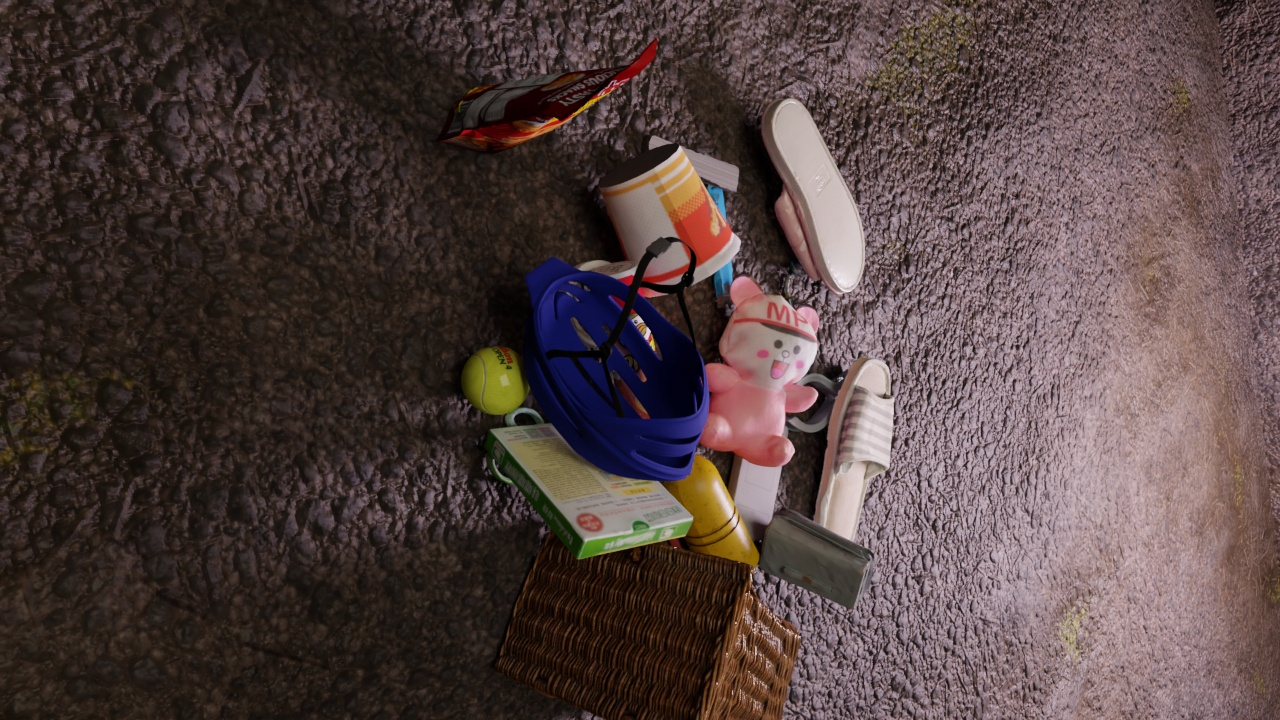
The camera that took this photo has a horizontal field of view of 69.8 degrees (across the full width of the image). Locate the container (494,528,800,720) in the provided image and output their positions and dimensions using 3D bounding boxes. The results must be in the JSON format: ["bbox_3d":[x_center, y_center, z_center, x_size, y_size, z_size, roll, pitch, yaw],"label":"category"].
[{"bbox_3d":[0.022,0.278,0.892,0.183,0.250,0.162,40,64,-43],"label":"container"}]

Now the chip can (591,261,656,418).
[{"bbox_3d":[-0.006,0.006,0.969,0.051,0.052,0.215,-28,114,-37],"label":"chip can"}]

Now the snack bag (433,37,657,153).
[{"bbox_3d":[-0.091,-0.234,0.821,0.138,0.208,0.067,-39,113,-35],"label":"snack bag"}]

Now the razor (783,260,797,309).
[{"bbox_3d":[0.198,-0.055,1.186,0.042,0.022,0.144,-54,137,-76],"label":"razor"}]

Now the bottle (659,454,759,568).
[{"bbox_3d":[0.071,0.169,1.039,0.070,0.071,0.164,-41,114,-34],"label":"bottle"}]

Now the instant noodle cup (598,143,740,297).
[{"bbox_3d":[0.024,-0.152,0.966,0.123,0.124,0.121,-44,118,-32],"label":"instant noodle cup"}]

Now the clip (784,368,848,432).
[{"bbox_3d":[0.238,0.033,1.211,0.162,0.028,0.115,-6,94,-41],"label":"clip"}]

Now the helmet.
[{"bbox_3d":[-0.002,-0.005,0.828,0.241,0.228,0.147,49,51,-1],"label":"helmet"}]

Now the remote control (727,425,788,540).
[{"bbox_3d":[0.140,0.144,1.130,0.074,0.019,0.151,24,73,-37],"label":"remote control"}]

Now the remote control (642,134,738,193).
[{"bbox_3d":[0.060,-0.229,1.069,0.136,0.013,0.033,12,81,-34],"label":"remote control"}]

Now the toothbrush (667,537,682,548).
[{"bbox_3d":[0.041,0.206,1.046,0.016,0.016,0.190,-38,113,-34],"label":"toothbrush"}]

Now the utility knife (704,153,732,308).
[{"bbox_3d":[0.093,-0.156,1.103,0.031,0.015,0.185,-11,94,-40],"label":"utility knife"}]

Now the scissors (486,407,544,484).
[{"bbox_3d":[-0.088,0.122,0.943,0.175,0.032,0.092,43,60,-27],"label":"scissors"}]

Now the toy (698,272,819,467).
[{"bbox_3d":[0.139,0.013,1.086,0.142,0.084,0.213,18,78,-16],"label":"toy"}]

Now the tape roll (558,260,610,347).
[{"bbox_3d":[-0.046,-0.060,0.979,0.093,0.018,0.094,1,88,-41],"label":"tape roll"}]

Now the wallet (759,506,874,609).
[{"bbox_3d":[0.210,0.240,1.098,0.054,0.132,0.100,-52,151,-35],"label":"wallet"}]

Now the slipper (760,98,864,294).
[{"bbox_3d":[0.216,-0.207,1.182,0.113,0.055,0.274,-44,119,-32],"label":"slipper"}]

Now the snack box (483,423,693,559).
[{"bbox_3d":[-0.051,0.115,0.866,0.131,0.168,0.027,-2,122,-42],"label":"snack box"}]

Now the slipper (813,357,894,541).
[{"bbox_3d":[0.286,0.132,1.214,0.114,0.054,0.272,9,95,-48],"label":"slipper"}]

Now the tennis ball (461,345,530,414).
[{"bbox_3d":[-0.136,0.019,0.868,0.065,0.065,0.065,1,88,-40],"label":"tennis ball"}]
